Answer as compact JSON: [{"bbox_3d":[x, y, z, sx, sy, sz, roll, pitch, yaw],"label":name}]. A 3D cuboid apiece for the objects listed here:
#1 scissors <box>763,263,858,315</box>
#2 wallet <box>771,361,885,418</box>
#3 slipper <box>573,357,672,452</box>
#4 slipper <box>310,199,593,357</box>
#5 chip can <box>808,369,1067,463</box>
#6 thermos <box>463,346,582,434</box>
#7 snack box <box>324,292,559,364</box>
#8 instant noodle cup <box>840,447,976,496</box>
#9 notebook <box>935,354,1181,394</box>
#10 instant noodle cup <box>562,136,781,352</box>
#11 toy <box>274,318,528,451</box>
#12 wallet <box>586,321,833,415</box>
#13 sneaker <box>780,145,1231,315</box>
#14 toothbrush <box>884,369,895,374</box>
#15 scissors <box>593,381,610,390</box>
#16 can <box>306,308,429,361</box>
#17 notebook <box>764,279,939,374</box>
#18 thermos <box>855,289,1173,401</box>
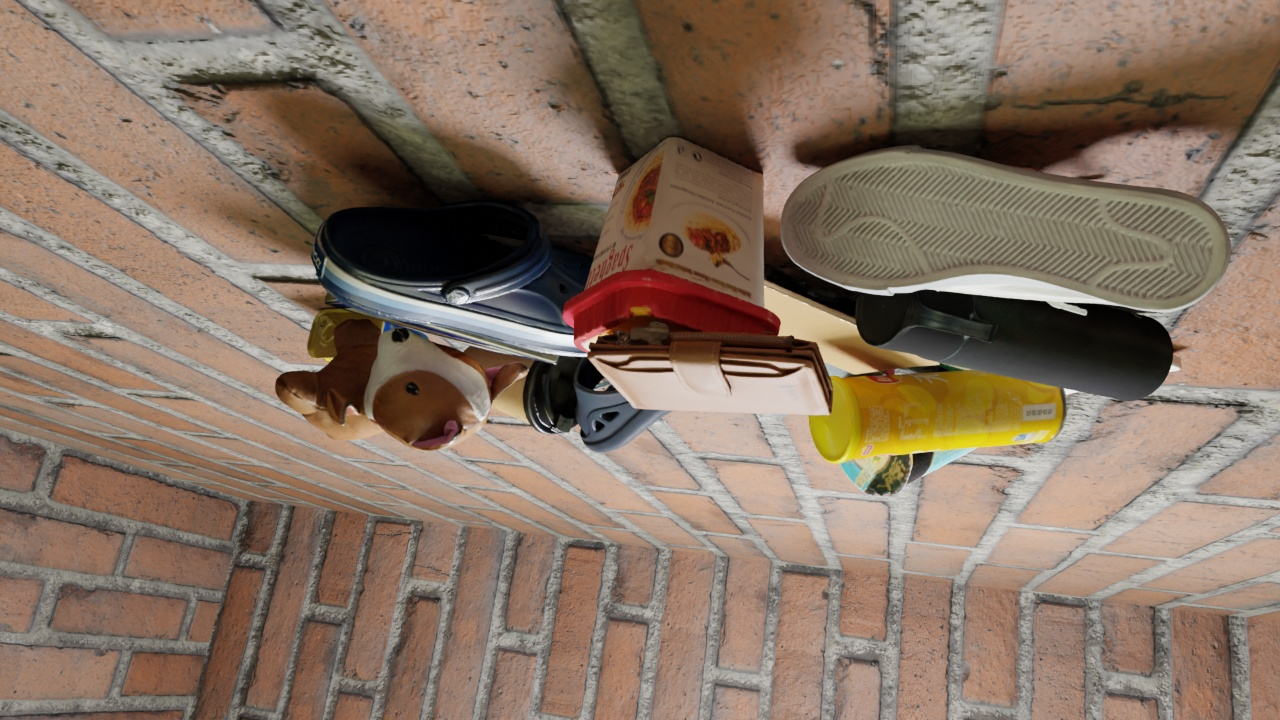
[{"bbox_3d":[0.169,-0.052,0.722,0.232,0.021,0.221,8,163,9],"label":"scissors"},{"bbox_3d":[0.155,0.009,0.890,0.106,0.037,0.130,26,142,-36],"label":"wallet"},{"bbox_3d":[-0.005,0.005,0.840,0.083,0.110,0.269,37,152,-10],"label":"slipper"},{"bbox_3d":[-0.109,-0.075,0.682,0.252,0.105,0.095,9,135,-25],"label":"slipper"},{"bbox_3d":[0.252,0.043,0.776,0.213,0.072,0.072,-3,167,-18],"label":"chip can"},{"bbox_3d":[-0.124,0.023,0.963,0.143,0.093,0.093,10,167,36],"label":"thermos"},{"bbox_3d":[-0.175,-0.044,0.803,0.177,0.045,0.183,17,177,-23],"label":"snack box"},{"bbox_3d":[0.263,0.062,0.880,0.120,0.111,0.111,-15,173,-25],"label":"instant noodle cup"},{"bbox_3d":[0.332,-0.006,0.808,0.209,0.012,0.151,14,163,-14],"label":"notebook"},{"bbox_3d":[0.023,-0.064,0.589,0.116,0.124,0.117,17,160,-26],"label":"instant noodle cup"},{"bbox_3d":[-0.212,0.021,0.814,0.200,0.139,0.131,13,135,25],"label":"toy"},{"bbox_3d":[0.045,0.009,0.551,0.132,0.031,0.108,1,162,17],"label":"wallet"},{"bbox_3d":[0.207,-0.079,0.544,0.242,0.089,0.090,11,-164,28],"label":"sneaker"},{"bbox_3d":[0.208,-0.007,0.785,0.014,0.017,0.189,15,170,22],"label":"toothbrush"},{"bbox_3d":[-0.079,0.033,1.050,0.135,0.017,0.133,32,-155,25],"label":"scissors"},{"bbox_3d":[-0.294,-0.017,1.001,0.102,0.057,0.083,-1,163,28],"label":"can"},{"bbox_3d":[0.116,-0.033,0.741,0.207,0.008,0.148,22,171,-11],"label":"notebook"},{"bbox_3d":[0.275,-0.015,0.653,0.242,0.068,0.090,8,-163,-24],"label":"thermos"}]
